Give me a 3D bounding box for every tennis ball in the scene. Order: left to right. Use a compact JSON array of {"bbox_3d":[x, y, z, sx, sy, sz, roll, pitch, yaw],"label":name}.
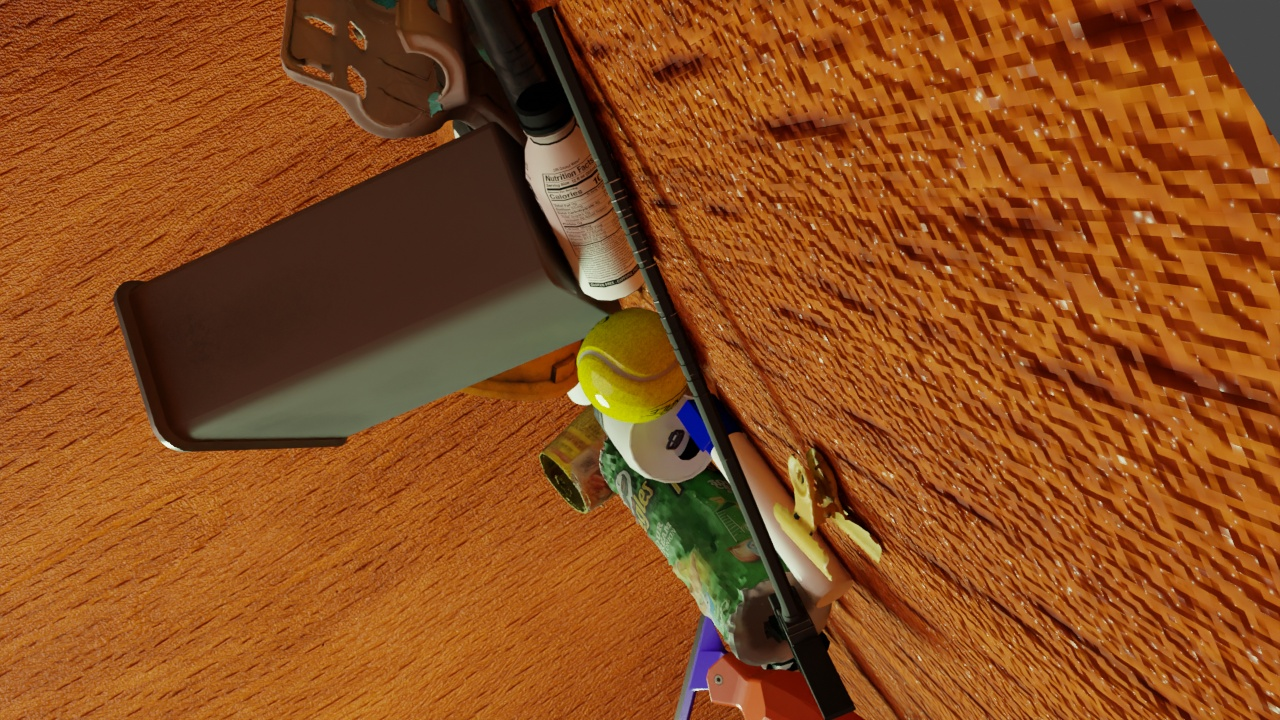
[{"bbox_3d":[-0.003,0.003,0.525,0.065,0.065,0.065,58,174,8],"label":"tennis ball"}]

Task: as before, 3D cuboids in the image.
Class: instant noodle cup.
[{"bbox_3d":[-0.029,0.078,0.825,0.102,0.108,0.102,42,156,24],"label":"instant noodle cup"}]

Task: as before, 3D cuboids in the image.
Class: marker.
[{"bbox_3d":[0.066,0.073,0.501,0.027,0.023,0.133,2,-138,-43],"label":"marker"}]

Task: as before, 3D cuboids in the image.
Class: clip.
[{"bbox_3d":[-0.110,-0.172,0.491,0.150,0.110,0.126,14,-136,-28],"label":"clip"},{"bbox_3d":[0.073,0.063,0.387,0.048,0.046,0.054,34,-174,-23],"label":"clip"}]

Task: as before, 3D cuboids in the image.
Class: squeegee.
[{"bbox_3d":[0.105,0.241,0.632,0.185,0.250,0.055,18,-171,33],"label":"squeegee"}]

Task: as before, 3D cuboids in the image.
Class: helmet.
[{"bbox_3d":[-0.130,-0.077,0.799,0.255,0.205,0.131,-106,31,-65],"label":"helmet"}]

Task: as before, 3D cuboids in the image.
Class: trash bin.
[{"bbox_3d":[-0.141,-0.031,0.539,0.191,0.220,0.097,21,-132,-78],"label":"trash bin"}]

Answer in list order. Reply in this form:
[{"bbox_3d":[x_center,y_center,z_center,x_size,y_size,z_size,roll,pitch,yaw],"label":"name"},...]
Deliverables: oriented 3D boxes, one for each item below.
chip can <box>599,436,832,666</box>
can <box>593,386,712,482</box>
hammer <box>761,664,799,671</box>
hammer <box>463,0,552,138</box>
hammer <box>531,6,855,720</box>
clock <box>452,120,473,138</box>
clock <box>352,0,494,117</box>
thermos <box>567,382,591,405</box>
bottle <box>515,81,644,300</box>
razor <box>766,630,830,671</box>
[{"bbox_3d":[0.042,0.114,0.633,0.075,0.075,0.223,62,171,-32],"label":"chip can"},{"bbox_3d":[0.010,0.038,0.607,0.064,0.064,0.127,60,174,-16],"label":"can"},{"bbox_3d":[0.087,0.212,0.975,0.127,0.029,0.323,48,-174,-43],"label":"hammer"},{"bbox_3d":[-0.076,-0.176,0.402,0.130,0.032,0.319,52,172,46],"label":"hammer"},{"bbox_3d":[0.023,0.006,0.400,0.095,0.015,0.325,-110,-3,-77],"label":"hammer"},{"bbox_3d":[-0.112,-0.159,0.724,0.122,0.043,0.091,53,172,44],"label":"clock"},{"bbox_3d":[-0.163,-0.236,0.616,0.157,0.073,0.121,57,174,24],"label":"clock"},{"bbox_3d":[-0.100,-0.036,1.156,0.068,0.068,0.230,53,172,45],"label":"thermos"},{"bbox_3d":[-0.028,-0.079,0.435,0.041,0.041,0.116,54,173,40],"label":"bottle"},{"bbox_3d":[0.084,0.163,0.706,0.156,0.057,0.060,57,-154,8],"label":"razor"}]
